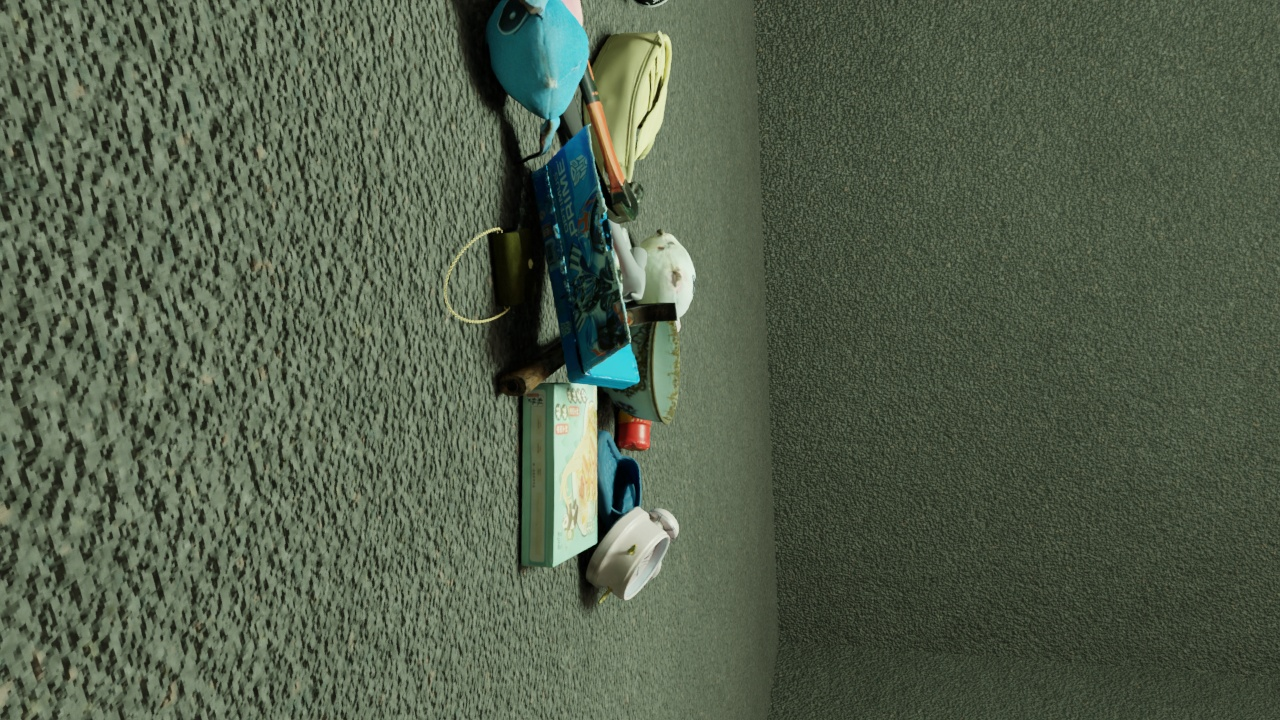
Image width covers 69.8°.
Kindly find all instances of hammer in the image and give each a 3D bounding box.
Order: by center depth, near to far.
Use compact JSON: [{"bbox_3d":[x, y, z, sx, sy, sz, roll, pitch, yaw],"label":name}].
[{"bbox_3d":[-0.061,-0.020,1.043,0.329,0.120,0.033,-38,120,-64],"label":"hammer"},{"bbox_3d":[-0.062,-0.317,1.076,0.132,0.033,0.333,-72,148,-59],"label":"hammer"},{"bbox_3d":[-0.049,-0.201,1.158,0.124,0.029,0.311,-84,159,-44],"label":"hammer"}]

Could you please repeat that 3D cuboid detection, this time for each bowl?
[{"bbox_3d":[-0.007,0.007,1.247,0.159,0.094,0.160,1,89,-76],"label":"bowl"}]

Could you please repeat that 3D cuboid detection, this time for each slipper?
[{"bbox_3d":[-0.026,0.169,1.251,0.214,0.059,0.103,71,21,-49],"label":"slipper"}]

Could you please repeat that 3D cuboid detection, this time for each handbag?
[{"bbox_3d":[-0.140,-0.079,0.862,0.177,0.027,0.084,-44,133,-69],"label":"handbag"},{"bbox_3d":[-0.011,-0.347,1.259,0.232,0.089,0.191,-67,156,-58],"label":"handbag"}]

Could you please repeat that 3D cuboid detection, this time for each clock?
[{"bbox_3d":[-0.005,0.252,1.210,0.157,0.059,0.117,-14,133,-61],"label":"clock"}]

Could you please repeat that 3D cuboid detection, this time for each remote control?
[{"bbox_3d":[-0.036,-0.127,1.281,0.050,0.022,0.133,75,21,-47],"label":"remote control"}]

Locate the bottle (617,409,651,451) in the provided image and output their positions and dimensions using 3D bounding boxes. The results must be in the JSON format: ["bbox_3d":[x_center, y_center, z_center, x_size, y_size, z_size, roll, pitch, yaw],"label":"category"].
[{"bbox_3d":[-0.007,0.065,1.344,0.071,0.048,0.134,50,42,-71],"label":"bottle"}]

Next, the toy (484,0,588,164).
[{"bbox_3d":[-0.099,-0.315,0.912,0.224,0.099,0.191,86,1,-46],"label":"toy"}]

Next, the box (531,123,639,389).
[{"bbox_3d":[-0.039,-0.104,0.958,0.114,0.114,0.243,9,63,-51],"label":"box"}]

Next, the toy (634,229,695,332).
[{"bbox_3d":[0.033,-0.106,1.411,0.180,0.101,0.138,86,-11,-52],"label":"toy"}]

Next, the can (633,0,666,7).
[{"bbox_3d":[0.002,-0.584,1.319,0.146,0.080,0.080,51,41,-68],"label":"can"}]

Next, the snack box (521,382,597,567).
[{"bbox_3d":[-0.089,0.121,1.023,0.141,0.044,0.193,3,88,-74],"label":"snack box"}]
